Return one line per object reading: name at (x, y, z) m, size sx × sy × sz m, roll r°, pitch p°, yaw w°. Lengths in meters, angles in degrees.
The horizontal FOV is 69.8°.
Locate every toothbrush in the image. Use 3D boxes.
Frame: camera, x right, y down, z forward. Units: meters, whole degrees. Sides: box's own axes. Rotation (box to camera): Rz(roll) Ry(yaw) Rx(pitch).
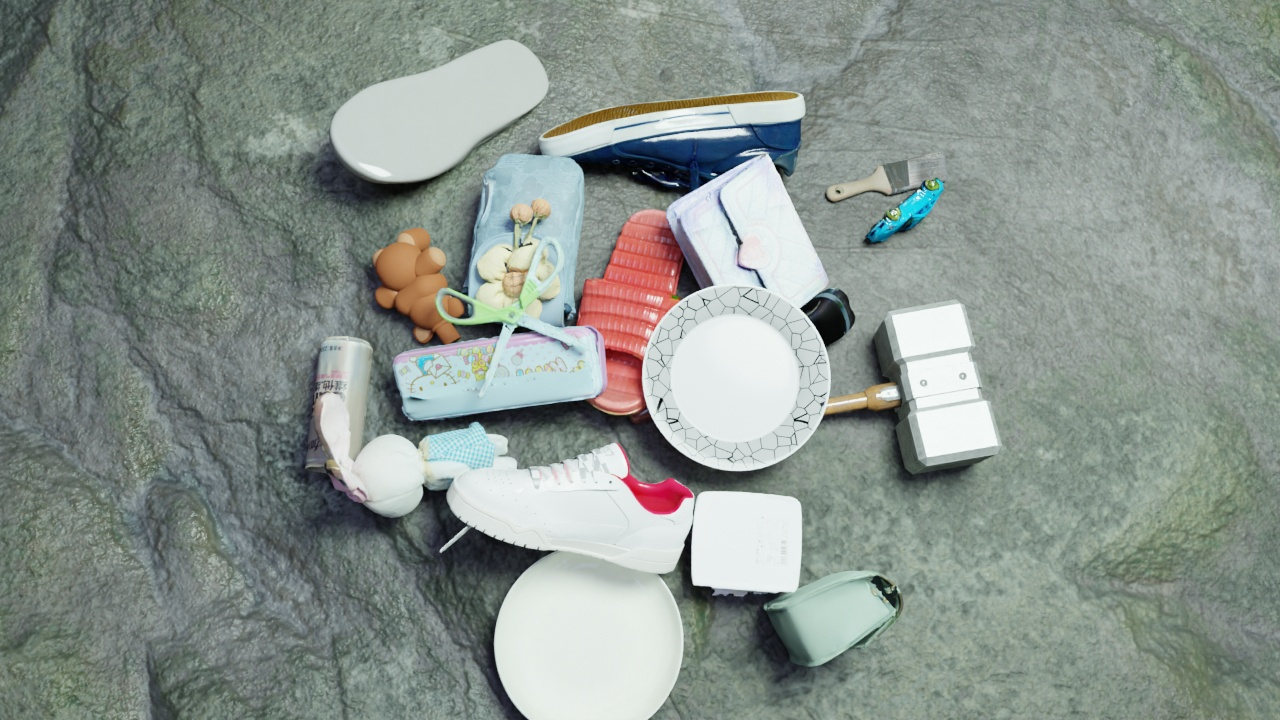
toothbrush at (-0.149, 0.151, 0.859) m, size 0.010 × 0.181 × 0.010 m, roll 31°, pitch 101°, yaw 5°

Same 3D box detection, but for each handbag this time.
handbag at (0.183, 0.243, 0.874) m, size 0.106 × 0.122 × 0.067 m, roll -24°, pitch 77°, yaw -9°
handbag at (-0.119, -0.127, 0.963) m, size 0.122 × 0.119 × 0.191 m, roll 9°, pitch 82°, yaw 1°
handbag at (-0.006, 0.006, 0.983) m, size 0.055 × 0.029 × 0.119 m, roll -22°, pitch 71°, yaw -7°
handbag at (0.117, -0.120, 0.966) m, size 0.126 × 0.069 × 0.158 m, roll -31°, pitch 106°, yaw -8°

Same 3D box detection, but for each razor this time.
razor at (0.162, -0.029, 0.990) m, size 0.140 × 0.063 × 0.053 m, roll -27°, pitch 113°, yaw 0°

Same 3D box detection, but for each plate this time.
plate at (-0.050, 0.274, 0.899) m, size 0.182 × 0.034 × 0.182 m, roll 1°, pitch 75°, yaw -3°
plate at (0.097, 0.017, 0.930) m, size 0.188 × 0.016 × 0.188 m, roll 0°, pitch 82°, yaw -1°

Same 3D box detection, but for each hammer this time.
hammer at (0.191, 0.049, 0.960) m, size 0.318 × 0.083 × 0.162 m, roll -10°, pitch 75°, yaw 2°

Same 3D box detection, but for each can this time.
can at (-0.307, 0.046, 0.937) m, size 0.054 × 0.054 × 0.135 m, roll 3°, pitch 74°, yaw -3°

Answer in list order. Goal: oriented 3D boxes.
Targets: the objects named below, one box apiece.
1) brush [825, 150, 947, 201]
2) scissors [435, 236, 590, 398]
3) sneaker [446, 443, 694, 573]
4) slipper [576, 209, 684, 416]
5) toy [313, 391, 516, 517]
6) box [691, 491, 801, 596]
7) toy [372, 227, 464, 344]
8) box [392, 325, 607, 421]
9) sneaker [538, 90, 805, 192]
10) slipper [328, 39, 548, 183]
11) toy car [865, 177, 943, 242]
brush at (0.286, -0.209, 1.062) m, size 0.151 × 0.012 × 0.039 m, roll -14°, pitch 76°, yaw -7°
scissors at (-0.124, -0.043, 0.889) m, size 0.171 × 0.021 × 0.172 m, roll 20°, pitch 81°, yaw 14°
sneaker at (-0.057, 0.123, 0.873) m, size 0.236 × 0.090 × 0.104 m, roll 17°, pitch 104°, yaw -15°
slipper at (-0.010, -0.063, 0.969) m, size 0.103 × 0.059 × 0.248 m, roll 10°, pitch 67°, yaw 9°
toy at (-0.221, 0.104, 0.909) m, size 0.205 × 0.106 × 0.131 m, roll 2°, pitch 39°, yaw -32°
box at (0.106, 0.188, 0.932) m, size 0.107 × 0.091 × 0.102 m, roll 3°, pitch 78°, yaw 6°
toy at (-0.230, -0.074, 0.975) m, size 0.095 × 0.065 × 0.127 m, roll -35°, pitch 91°, yaw 21°
box at (-0.142, 0.015, 0.927) m, size 0.214 × 0.065 × 0.078 m, roll -8°, pitch 88°, yaw 13°
sneaker at (0.037, -0.223, 1.023) m, size 0.294 × 0.120 × 0.127 m, roll -4°, pitch 115°, yaw 0°
slipper at (-0.224, -0.271, 1.027) m, size 0.265 × 0.081 × 0.113 m, roll -38°, pitch 100°, yaw -27°
toy car at (0.300, -0.165, 1.033) m, size 0.105 × 0.048 × 0.032 m, roll -37°, pitch 83°, yaw -13°
